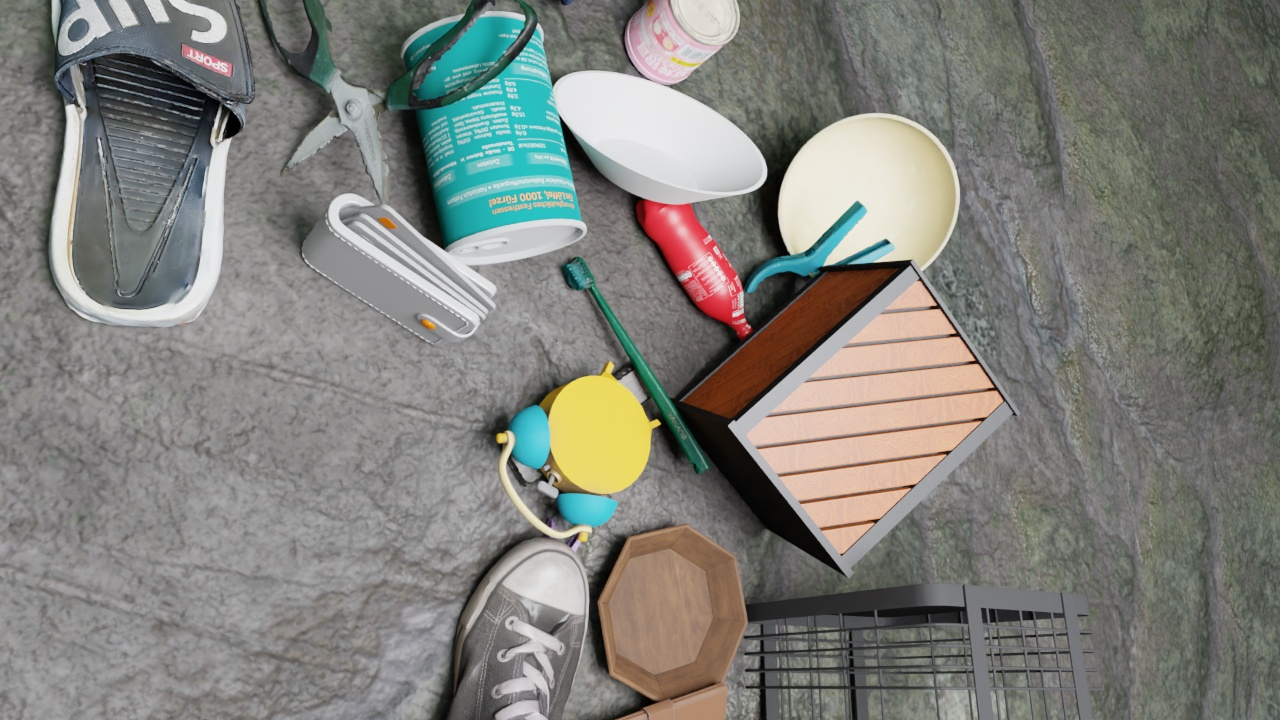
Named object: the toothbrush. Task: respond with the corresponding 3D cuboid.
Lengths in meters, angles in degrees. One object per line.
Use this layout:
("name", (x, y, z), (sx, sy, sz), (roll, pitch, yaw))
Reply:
("toothbrush", (-0.004, 0.004, 0.693), (0.017, 0.016, 0.190), (-31, 87, -31))

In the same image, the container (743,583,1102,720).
("container", (0.196, 0.241, 0.663), (0.162, 0.242, 0.130), (11, 68, -28))

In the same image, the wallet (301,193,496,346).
("wallet", (-0.149, -0.057, 0.581), (0.118, 0.115, 0.037), (34, 66, -21))

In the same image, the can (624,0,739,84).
("can", (0.032, -0.270, 0.746), (0.067, 0.076, 0.067), (6, 78, -29))

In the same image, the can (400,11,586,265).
("can", (-0.101, -0.149, 0.634), (0.099, 0.099, 0.144), (-11, 87, -31))

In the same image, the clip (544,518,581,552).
("clip", (-0.059, 0.142, 0.657), (0.029, 0.013, 0.050), (23, 73, -23))

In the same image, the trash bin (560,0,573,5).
("trash bin", (-0.095, -0.403, 0.663), (0.249, 0.140, 0.139), (44, 63, -15))

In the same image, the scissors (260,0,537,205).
("scissors", (-0.164, -0.203, 0.590), (0.206, 0.015, 0.201), (-21, 84, 12))

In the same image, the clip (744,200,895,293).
("clip", (0.158, -0.060, 0.774), (0.130, 0.030, 0.120), (-21, 104, 9))

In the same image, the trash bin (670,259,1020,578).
("trash bin", (0.145, 0.035, 0.690), (0.171, 0.140, 0.139), (-41, 103, -9))

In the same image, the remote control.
("remote control", (-0.041, 0.044, 0.685), (0.136, 0.013, 0.033), (-34, 98, -28))

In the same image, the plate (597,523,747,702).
("plate", (0.020, 0.188, 0.687), (0.131, 0.025, 0.131), (6, 78, -29))

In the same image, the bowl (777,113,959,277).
("bowl", (0.191, -0.141, 0.799), (0.151, 0.075, 0.151), (1, 110, 1))

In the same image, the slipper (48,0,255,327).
("slipper", (-0.293, -0.152, 0.548), (0.111, 0.063, 0.263), (5, 81, -29))

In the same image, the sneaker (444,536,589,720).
("sneaker", (-0.073, 0.225, 0.573), (0.095, 0.120, 0.234), (32, 65, -21))

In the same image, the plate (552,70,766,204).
("plate", (0.010, -0.163, 0.708), (0.174, 0.036, 0.173), (16, 37, -13))

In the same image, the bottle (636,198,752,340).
("bottle", (0.048, -0.076, 0.741), (0.041, 0.042, 0.141), (-41, 102, -29))

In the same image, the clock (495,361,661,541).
("clock", (-0.043, 0.062, 0.648), (0.099, 0.044, 0.129), (52, 55, -11))

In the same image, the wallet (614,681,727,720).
("wallet", (0.009, 0.284, 0.657), (0.120, 0.013, 0.087), (-7, 109, -31))
